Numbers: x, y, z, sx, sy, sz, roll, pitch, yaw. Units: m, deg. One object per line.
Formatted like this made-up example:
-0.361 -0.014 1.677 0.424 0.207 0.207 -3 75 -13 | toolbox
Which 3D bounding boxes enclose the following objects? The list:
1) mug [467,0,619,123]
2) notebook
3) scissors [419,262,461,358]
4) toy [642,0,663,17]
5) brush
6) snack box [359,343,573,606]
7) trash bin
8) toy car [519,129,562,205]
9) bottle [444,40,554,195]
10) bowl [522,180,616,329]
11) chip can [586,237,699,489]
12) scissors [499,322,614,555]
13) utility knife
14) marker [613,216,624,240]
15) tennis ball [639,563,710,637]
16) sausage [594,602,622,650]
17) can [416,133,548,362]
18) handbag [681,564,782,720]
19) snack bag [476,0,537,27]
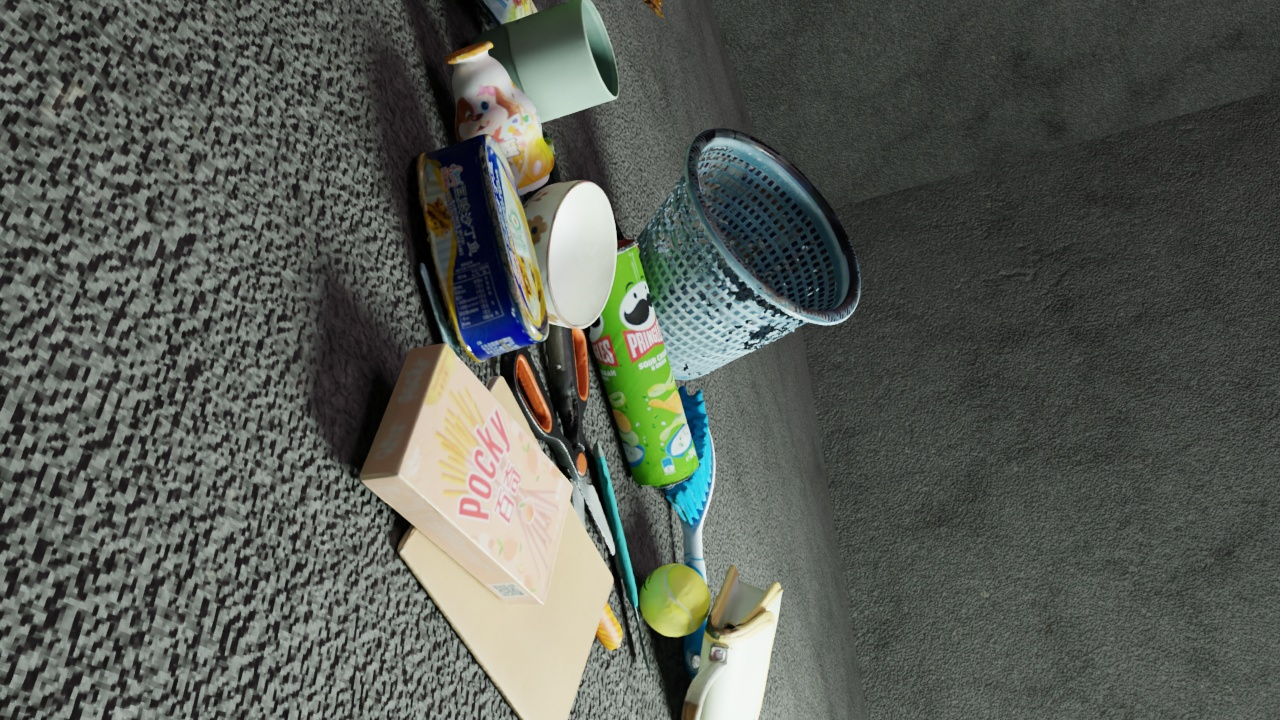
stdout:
-0.077 -0.239 0.755 0.111 0.106 0.082 -42 116 -73 | mug
-0.075 0.134 0.591 0.147 0.008 0.208 -69 144 -47 | notebook
-0.116 0.006 0.585 0.133 0.017 0.128 -91 159 -46 | scissors
-0.082 -0.365 0.717 0.226 0.090 0.246 -21 66 -48 | toy
0.054 0.175 0.998 0.313 0.061 0.109 -84 160 -44 | brush
-0.092 0.070 0.526 0.157 0.026 0.084 57 35 -45 | snack box
0.077 -0.086 0.939 0.226 0.196 0.226 24 46 -28 | trash bin
-0.087 -0.150 0.766 0.036 0.043 0.091 99 -23 -67 | toy car
-0.107 -0.176 0.677 0.063 0.063 0.108 -75 149 -60 | bottle
-0.069 -0.084 0.712 0.113 0.062 0.113 9 90 -67 | bowl
-0.005 0.005 0.880 0.072 0.072 0.236 -60 135 -69 | chip can
-0.063 0.064 0.729 0.222 0.022 0.220 47 38 -58 | scissors
-0.017 0.173 0.800 0.029 0.013 0.209 155 -78 -78 | utility knife
-0.014 -0.110 1.047 0.132 0.020 0.022 62 38 -42 | marker
0.032 0.220 0.842 0.065 0.065 0.065 -13 90 -75 | tennis ball
-0.046 0.167 0.689 0.021 0.021 0.165 -83 156 -52 | sausage
-0.103 -0.075 0.607 0.074 0.049 0.148 37 38 -74 | can
0.079 0.301 0.853 0.178 0.063 0.163 -42 142 -59 | handbag
-0.125 -0.320 0.793 0.191 0.039 0.110 53 33 -49 | snack bag
